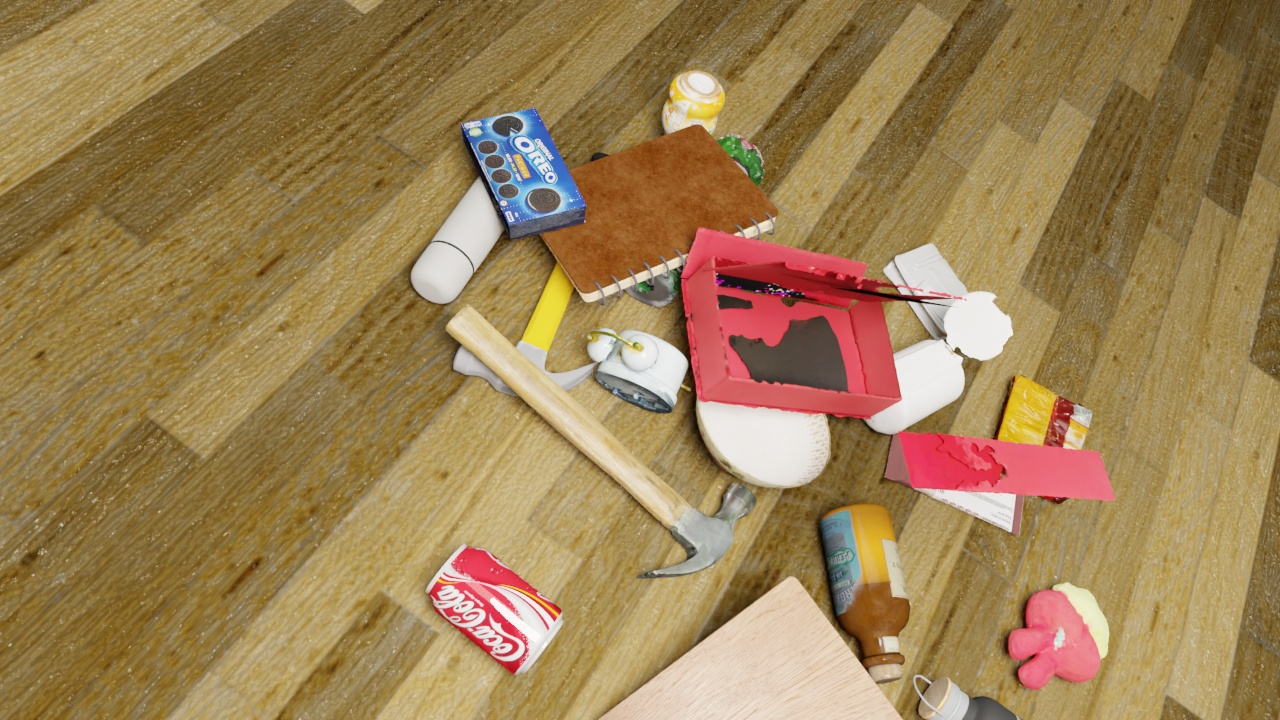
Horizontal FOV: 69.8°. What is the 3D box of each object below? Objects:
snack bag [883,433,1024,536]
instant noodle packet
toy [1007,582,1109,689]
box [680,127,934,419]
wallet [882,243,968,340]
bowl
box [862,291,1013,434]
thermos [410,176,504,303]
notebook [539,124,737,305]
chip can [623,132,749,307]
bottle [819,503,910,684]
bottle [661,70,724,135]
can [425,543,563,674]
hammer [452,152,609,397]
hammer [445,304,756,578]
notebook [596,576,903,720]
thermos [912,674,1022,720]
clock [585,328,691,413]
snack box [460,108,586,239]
[{"bbox_3d":[0.333,0.131,0.970,0.158,0.013,0.056,23,61,-4],"label":"snack bag"},{"bbox_3d":[0.442,0.084,1.015,0.098,0.040,0.135,30,60,-1],"label":"instant noodle packet"},{"bbox_3d":[0.411,0.272,0.900,0.134,0.045,0.091,-23,75,-31],"label":"toy"},{"bbox_3d":[0.167,-0.202,0.897,0.215,0.141,0.510,8,81,-26],"label":"box"},{"bbox_3d":[0.350,-0.084,1.080,0.086,0.032,0.116,-26,73,-30],"label":"wallet"},{"bbox_3d":[0.107,0.069,0.895,0.145,0.063,0.145,14,54,-21],"label":"bowl"},{"bbox_3d":[0.303,0.003,0.955,0.137,0.144,0.083,-22,56,-29],"label":"box"},{"bbox_3d":[-0.161,-0.150,0.940,0.052,0.052,0.223,28,58,-2],"label":"thermos"},{"bbox_3d":[0.008,-0.151,0.935,0.225,0.024,0.167,-24,59,-18],"label":"notebook"},{"bbox_3d":[0.056,-0.154,0.999,0.075,0.076,0.222,34,59,2],"label":"chip can"},{"bbox_3d":[0.213,0.217,0.853,0.067,0.068,0.156,3,62,-16],"label":"bottle"},{"bbox_3d":[0.053,-0.271,1.038,0.063,0.109,0.063,8,54,-12],"label":"bottle"},{"bbox_3d":[-0.120,0.204,0.757,0.105,0.064,0.064,38,58,4],"label":"can"},{"bbox_3d":[-0.075,-0.097,0.955,0.127,0.029,0.322,23,58,-5],"label":"hammer"},{"bbox_3d":[-0.048,0.072,0.849,0.330,0.033,0.132,42,62,-2],"label":"hammer"},{"bbox_3d":[0.091,0.304,0.737,0.210,0.022,0.169,-37,77,1],"label":"notebook"},{"bbox_3d":[0.340,0.358,0.822,0.231,0.061,0.061,36,58,3],"label":"thermos"},{"bbox_3d":[-0.005,0.005,0.872,0.117,0.083,0.057,42,68,-44],"label":"clock"},{"bbox_3d":[-0.117,-0.190,0.920,0.082,0.027,0.150,-19,61,-17],"label":"snack box"}]
